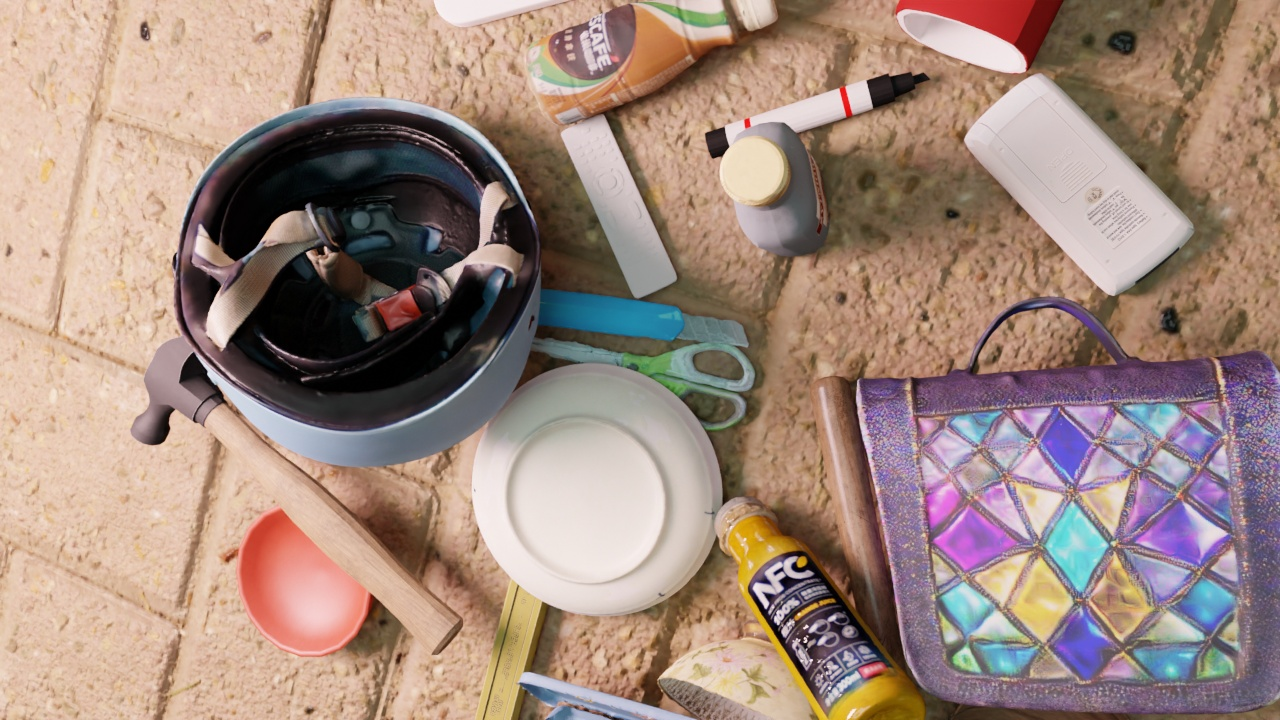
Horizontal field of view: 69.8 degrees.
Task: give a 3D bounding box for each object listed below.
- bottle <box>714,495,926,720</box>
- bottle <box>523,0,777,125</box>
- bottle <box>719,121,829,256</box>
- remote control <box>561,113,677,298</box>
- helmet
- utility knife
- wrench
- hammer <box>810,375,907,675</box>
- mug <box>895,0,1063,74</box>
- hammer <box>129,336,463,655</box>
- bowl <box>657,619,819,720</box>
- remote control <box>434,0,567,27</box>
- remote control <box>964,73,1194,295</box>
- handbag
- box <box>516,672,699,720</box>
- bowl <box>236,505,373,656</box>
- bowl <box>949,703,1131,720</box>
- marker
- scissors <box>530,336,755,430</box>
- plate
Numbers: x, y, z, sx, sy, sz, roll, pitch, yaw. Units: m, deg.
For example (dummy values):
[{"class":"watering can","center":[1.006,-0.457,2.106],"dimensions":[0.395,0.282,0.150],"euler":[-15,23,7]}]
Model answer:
[{"class":"bottle","center":[0.097,0.149,0.552],"dimensions":[0.053,0.186,0.053],"euler":[-9,120,-16]},{"class":"bottle","center":[0.007,-0.210,0.608],"dimensions":[0.167,0.059,0.059],"euler":[-16,89,17]},{"class":"bottle","center":[0.079,-0.101,0.540],"dimensions":[0.046,0.161,0.072],"euler":[-11,90,17]},{"class":"remote control","center":[-0.015,-0.108,0.644],"dimensions":[0.033,0.012,0.131],"euler":[-24,86,2]},{"class":"helmet","center":[-0.180,-0.047,0.607],"dimensions":[0.225,0.167,0.265],"euler":[-9,61,-13]},{"class":"utility knife","center":[-0.019,-0.029,0.650],"dimensions":[0.198,0.015,0.031],"euler":[9,90,20]},{"class":"wrench","center":[-0.079,0.175,0.681],"dimensions":[0.084,0.018,0.273],"euler":[16,98,14]},{"class":"hammer","center":[0.150,0.167,0.576],"dimensions":[0.040,0.129,0.321],"euler":[-12,80,11]},{"class":"mug","center":[0.196,-0.239,0.540],"dimensions":[0.116,0.080,0.097],"euler":[28,101,20]},{"class":"hammer","center":[-0.247,0.098,0.678],"dimensions":[0.305,0.040,0.132],"euler":[41,113,9]},{"class":"bowl","center":[0.089,0.213,0.594],"dimensions":[0.145,0.145,0.063],"euler":[21,63,14]},{"class":"remote control","center":[-0.085,-0.272,0.656],"dimensions":[0.137,0.013,0.043],"euler":[-8,91,17]},{"class":"remote control","center":[0.264,-0.107,0.555],"dimensions":[0.060,0.025,0.138],"euler":[-43,84,15]},{"class":"handbag","center":[0.235,0.074,0.521],"dimensions":[0.205,0.125,0.222],"euler":[-5,82,17]},{"class":"box","center":[0.020,0.266,0.621],"dimensions":[0.210,0.039,0.127],"euler":[6,124,26]},{"class":"bowl","center":[-0.257,0.169,0.726],"dimensions":[0.122,0.035,0.122],"euler":[1,94,17]},{"class":"bowl","center":[0.252,0.250,0.578],"dimensions":[0.119,0.032,0.119],"euler":[1,94,17]},{"class":"marker","center":[0.114,-0.162,0.599],"dimensions":[0.146,0.019,0.019],"euler":[-14,89,17]},{"class":"scissors","center":[-0.005,0.005,0.650],"dimensions":[0.174,0.033,0.065],"euler":[14,100,20]},{"class":"plate","center":[-0.035,0.094,0.636],"dimensions":[0.182,0.034,0.182],"euler":[1,95,11]}]
